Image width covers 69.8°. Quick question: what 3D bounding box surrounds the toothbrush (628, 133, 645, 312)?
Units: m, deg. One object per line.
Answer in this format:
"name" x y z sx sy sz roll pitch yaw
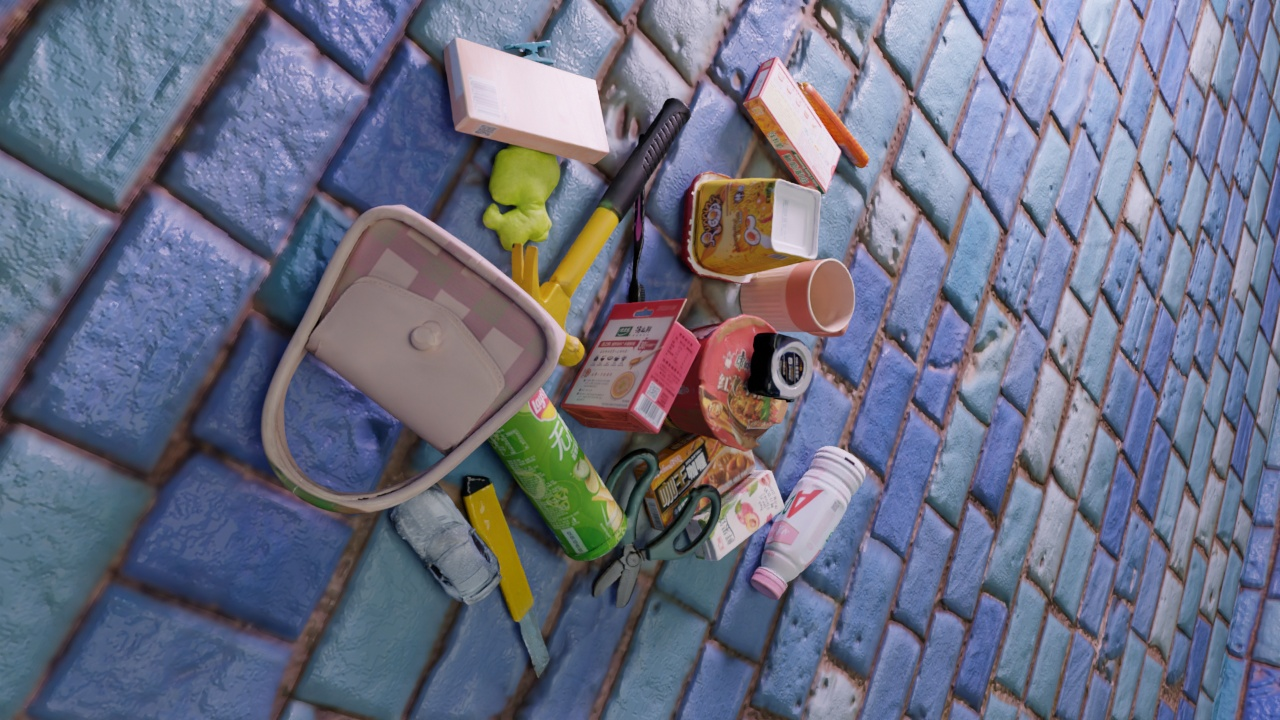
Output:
"toothbrush" 0.000 -0.144 0.966 0.017 0.014 0.189 5 87 -57

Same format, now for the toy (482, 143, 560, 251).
"toy" -0.111 -0.157 0.859 0.096 0.031 0.100 -26 109 -36

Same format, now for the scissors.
"scissors" 0.020 0.182 0.960 0.171 0.019 0.177 10 92 -23

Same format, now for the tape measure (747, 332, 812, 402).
"tape measure" 0.143 0.008 0.933 0.066 0.034 0.065 15 84 -38

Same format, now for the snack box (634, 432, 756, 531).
"snack box" 0.064 0.120 1.019 0.153 0.026 0.075 -28 109 -36

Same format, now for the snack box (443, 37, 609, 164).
"snack box" -0.103 -0.237 0.848 0.157 0.026 0.084 4 67 -41

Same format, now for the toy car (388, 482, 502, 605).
"toy car" -0.170 0.162 0.809 0.054 0.037 0.120 -38 112 -14

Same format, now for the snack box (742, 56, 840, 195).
"snack box" 0.185 -0.277 1.099 0.156 0.027 0.076 46 53 -31

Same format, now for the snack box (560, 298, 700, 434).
"snack box" -0.005 0.005 0.899 0.044 0.113 0.127 41 66 -32

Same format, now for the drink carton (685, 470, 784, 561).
"drink carton" 0.105 0.174 1.042 0.122 0.046 0.053 -29 104 -37

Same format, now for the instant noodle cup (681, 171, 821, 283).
"instant noodle cup" 0.122 -0.147 0.996 0.115 0.124 0.116 6 87 -40

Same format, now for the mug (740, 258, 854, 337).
"mug" 0.189 -0.065 1.066 0.114 0.106 0.081 39 67 -34

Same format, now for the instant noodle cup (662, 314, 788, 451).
"instant noodle cup" 0.075 0.020 0.970 0.137 0.109 0.138 -2 93 -40

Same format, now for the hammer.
"hammer" -0.031 -0.145 0.906 0.300 0.033 0.129 -59 140 -22

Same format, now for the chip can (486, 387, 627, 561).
"chip can" -0.089 0.092 0.858 0.072 0.073 0.221 -45 118 -30

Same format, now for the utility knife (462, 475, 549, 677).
"utility knife" -0.126 0.204 0.867 0.033 0.015 0.216 -25 105 -30

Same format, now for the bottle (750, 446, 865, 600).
"bottle" 0.200 0.197 1.112 0.196 0.068 0.068 -53 122 -22

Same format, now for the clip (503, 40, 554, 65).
"clip" -0.106 -0.292 0.870 0.056 0.014 0.047 -19 106 -40

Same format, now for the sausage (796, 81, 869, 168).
"sausage" 0.245 -0.296 1.161 0.165 0.021 0.021 39 67 -35

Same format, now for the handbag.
"handbag" -0.194 0.012 0.728 0.193 0.093 0.234 38 78 -3
